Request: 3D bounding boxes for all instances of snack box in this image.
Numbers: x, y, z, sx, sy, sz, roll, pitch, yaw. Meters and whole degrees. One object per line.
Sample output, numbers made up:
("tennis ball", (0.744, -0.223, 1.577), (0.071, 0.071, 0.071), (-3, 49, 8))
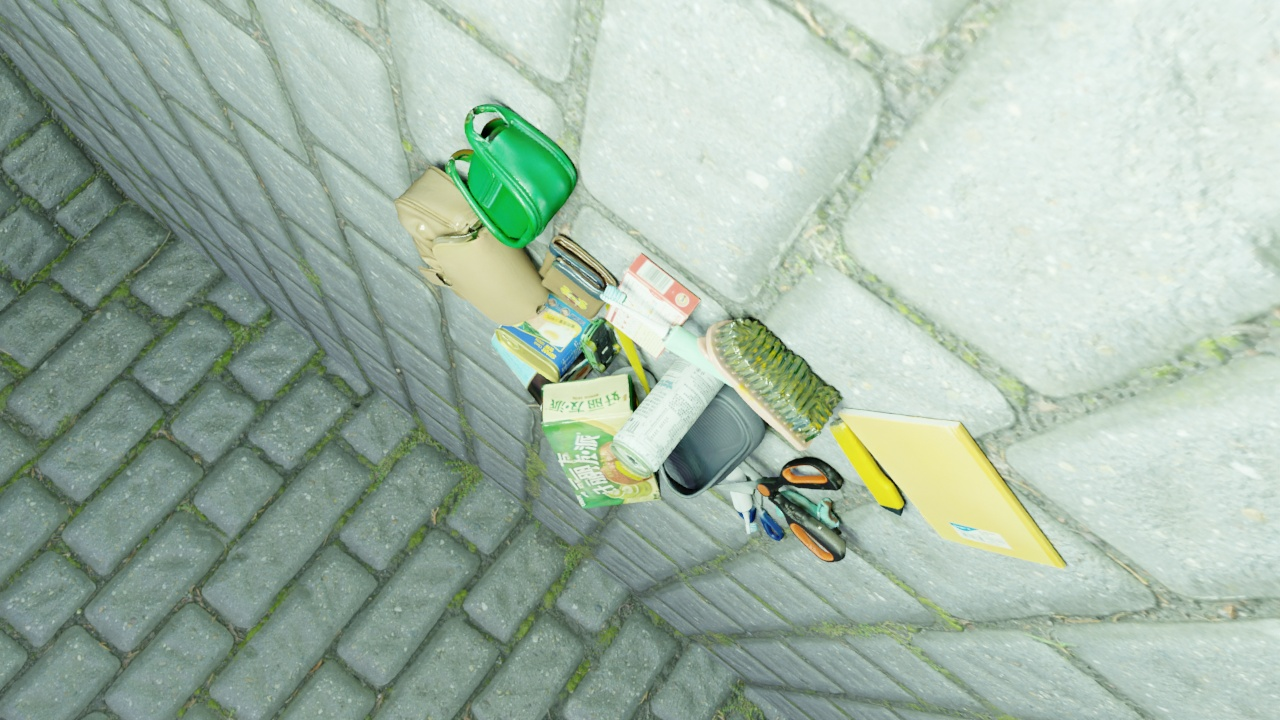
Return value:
("snack box", (0.009, -0.053, 0.970), (0.077, 0.027, 0.156), (38, 162, 1))
("snack box", (-0.046, 0.110, 1.190), (0.114, 0.063, 0.240), (-7, 146, 6))

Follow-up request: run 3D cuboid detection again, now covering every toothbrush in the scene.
("toothbrush", (0.056, -0.010, 0.918), (0.224, 0.027, 0.026), (30, -169, -11))
("toothbrush", (-0.007, 0.006, 1.110), (0.016, 0.016, 0.190), (-4, 133, 21))
("toothbrush", (0.138, 0.185, 1.260), (0.026, 0.026, 0.221), (-12, 140, 7))

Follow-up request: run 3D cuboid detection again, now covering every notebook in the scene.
("notebook", (0.292, 0.120, 0.869), (0.206, 0.010, 0.146), (47, 160, -23))

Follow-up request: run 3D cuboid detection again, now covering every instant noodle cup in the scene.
("instant noodle cup", (-0.134, -0.009, 1.240), (0.120, 0.111, 0.111), (44, 163, 9))

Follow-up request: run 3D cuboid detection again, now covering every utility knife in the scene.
("utility knife", (0.236, 0.110, 0.944), (0.033, 0.015, 0.154), (5, 142, 49))

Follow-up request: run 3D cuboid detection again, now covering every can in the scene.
("can", (-0.119, -0.034, 1.167), (0.102, 0.083, 0.057), (34, 161, 14))
("can", (0.032, 0.053, 0.986), (0.058, 0.146, 0.058), (35, 161, 14))

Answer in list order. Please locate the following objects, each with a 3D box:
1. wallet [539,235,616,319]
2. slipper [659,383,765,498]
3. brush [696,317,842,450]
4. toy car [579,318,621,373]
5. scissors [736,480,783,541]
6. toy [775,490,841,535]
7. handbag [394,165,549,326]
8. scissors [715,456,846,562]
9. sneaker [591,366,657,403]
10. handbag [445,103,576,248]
("wallet", (-0.074, -0.091, 1.036), (0.090, 0.033, 0.115), (40, 165, -4))
("slipper", (0.058, 0.108, 1.109), (0.110, 0.083, 0.269), (51, 153, 7))
("brush", (0.117, 0.018, 0.877), (0.145, 0.063, 0.073), (42, 151, -7))
("toy car", (-0.053, -0.019, 1.140), (0.036, 0.043, 0.091), (32, 160, 21))
("scissors", (0.160, 0.206, 1.318), (0.140, 0.012, 0.171), (11, 144, 56))
("toy", (0.213, 0.190, 1.156), (0.092, 0.030, 0.097), (26, 151, 21))
("handbag", (-0.200, -0.125, 1.082), (0.148, 0.099, 0.204), (29, 163, 37))
("scissors", (0.174, 0.161, 1.122), (0.221, 0.021, 0.235), (50, 150, -6))
("sneaker", (-0.032, 0.061, 1.257), (0.089, 0.090, 0.243), (8, 146, -13))
("handbag", (-0.129, -0.175, 0.882), (0.120, 0.067, 0.131), (42, 161, -7))
